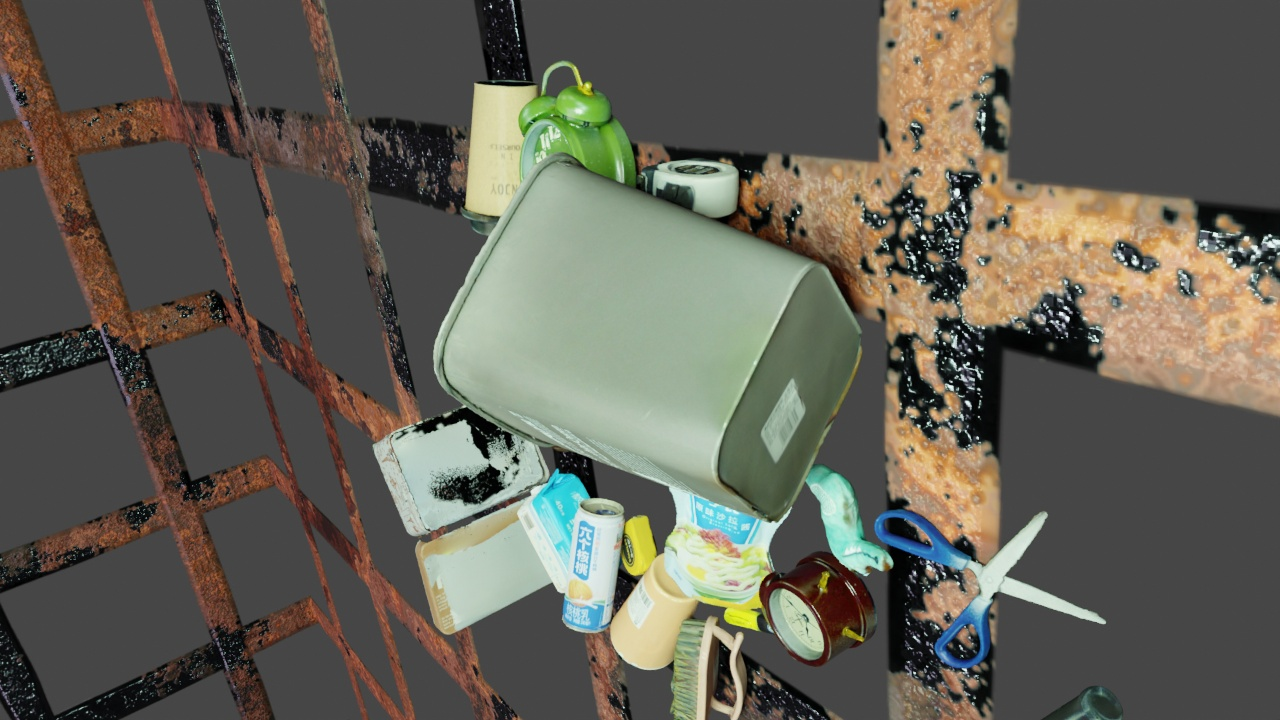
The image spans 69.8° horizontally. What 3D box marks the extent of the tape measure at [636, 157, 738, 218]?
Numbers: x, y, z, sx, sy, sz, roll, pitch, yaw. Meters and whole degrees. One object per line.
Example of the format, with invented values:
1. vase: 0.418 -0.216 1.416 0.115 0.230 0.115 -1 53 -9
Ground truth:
1. tape measure: 0.041 -0.129 0.690 0.066 0.065 0.034 29 128 47

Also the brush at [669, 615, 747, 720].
1. brush: 0.070 0.308 0.914 0.073 0.063 0.146 11 130 14

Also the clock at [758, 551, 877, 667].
1. clock: 0.140 0.208 0.759 0.082 0.055 0.122 62 149 9

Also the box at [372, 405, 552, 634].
1. box: -0.202 0.186 1.137 0.107 0.177 0.272 -2 106 57

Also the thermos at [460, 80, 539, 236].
1. thermos: -0.128 -0.194 0.885 0.093 0.092 0.143 28 123 46

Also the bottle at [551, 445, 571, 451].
1. bottle: -0.100 0.002 0.998 0.080 0.044 0.195 -6 103 65

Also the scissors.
1. scissors: 0.231 0.154 0.634 0.176 0.012 0.162 27 129 44

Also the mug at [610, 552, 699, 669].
1. mug: 0.021 0.255 0.950 0.078 0.078 0.123 48 139 28

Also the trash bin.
1. trash bin: 0.015 -0.006 0.646 0.220 0.198 0.199 23 170 32

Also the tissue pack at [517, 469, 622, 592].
1. tissue pack: -0.082 0.202 1.073 0.140 0.063 0.090 60 145 9

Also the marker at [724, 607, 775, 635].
1. marker: 0.119 0.246 0.850 0.124 0.015 0.018 -6 108 57

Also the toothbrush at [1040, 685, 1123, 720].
1. toothbrush: 0.265 0.283 0.648 0.027 0.026 0.213 61 150 32

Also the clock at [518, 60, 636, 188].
1. clock: -0.061 -0.180 0.808 0.116 0.056 0.161 6 106 53

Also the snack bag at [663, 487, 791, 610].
1. snack bag: 0.075 0.141 0.805 0.110 0.038 0.191 18 130 21

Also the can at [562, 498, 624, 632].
1. can: -0.050 0.219 0.984 0.053 0.053 0.135 22 109 49

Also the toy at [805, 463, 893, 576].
1. toy: 0.159 0.125 0.701 0.092 0.030 0.096 70 167 -10

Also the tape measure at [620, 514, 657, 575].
1. tape measure: 0.000 0.200 0.985 0.057 0.028 0.060 130 130 -58
